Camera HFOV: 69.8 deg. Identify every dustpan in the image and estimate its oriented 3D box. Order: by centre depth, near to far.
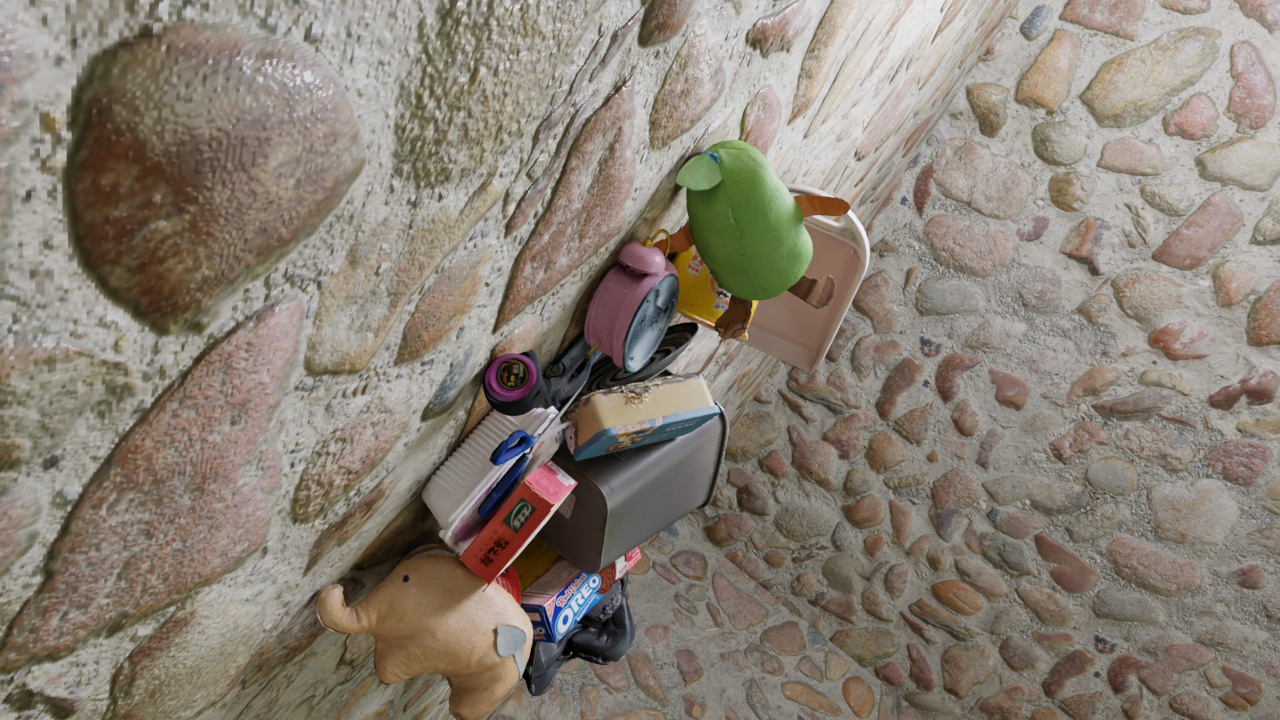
[{"bbox_3d":[0.193,-0.117,1.293,0.138,0.222,0.274,-57,167,-72],"label":"dustpan"}]

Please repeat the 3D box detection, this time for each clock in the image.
[{"bbox_3d":[-0.003,-0.068,0.996,0.158,0.060,0.117,-63,162,0],"label":"clock"}]

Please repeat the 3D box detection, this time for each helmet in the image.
[{"bbox_3d":[-0.130,0.392,1.486,0.274,0.230,0.234,-49,153,-23],"label":"helmet"}]

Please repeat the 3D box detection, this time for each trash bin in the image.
[{"bbox_3d":[-0.033,0.133,1.178,0.219,0.199,0.199,-31,141,-43],"label":"trash bin"}]

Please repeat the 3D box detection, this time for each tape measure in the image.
[{"bbox_3d":[-0.119,0.023,0.864,0.058,0.057,0.039,-18,159,-9],"label":"tape measure"}]

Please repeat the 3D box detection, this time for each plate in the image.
[{"bbox_3d":[-0.007,0.006,1.100,0.179,0.024,0.179,-25,-167,6],"label":"plate"}]

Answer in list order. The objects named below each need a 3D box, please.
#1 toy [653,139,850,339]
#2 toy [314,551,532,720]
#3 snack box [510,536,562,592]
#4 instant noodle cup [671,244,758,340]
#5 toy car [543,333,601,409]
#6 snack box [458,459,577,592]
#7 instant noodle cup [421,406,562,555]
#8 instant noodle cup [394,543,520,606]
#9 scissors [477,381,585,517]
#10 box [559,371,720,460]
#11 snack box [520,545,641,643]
[{"bbox_3d":[0.122,-0.140,1.025,0.089,0.227,0.247,-83,154,-50],"label":"toy"},{"bbox_3d":[-0.212,0.261,0.922,0.083,0.226,0.143,-31,-150,52],"label":"toy"},{"bbox_3d":[-0.172,0.297,1.223,0.209,0.158,0.070,-40,118,-49],"label":"snack box"},{"bbox_3d":[0.097,-0.105,1.150,0.110,0.138,0.138,-63,166,11],"label":"instant noodle cup"},{"bbox_3d":[-0.070,0.003,1.048,0.120,0.037,0.054,-52,168,-20],"label":"toy car"},{"bbox_3d":[-0.128,0.168,0.951,0.113,0.044,0.127,-50,177,8],"label":"snack box"},{"bbox_3d":[-0.160,0.116,0.973,0.173,0.060,0.138,-48,167,-17],"label":"instant noodle cup"},{"bbox_3d":[-0.217,0.269,1.048,0.137,0.138,0.108,-51,159,-9],"label":"instant noodle cup"},{"bbox_3d":[-0.111,0.088,0.910,0.162,0.012,0.175,-57,168,8],"label":"scissors"},{"bbox_3d":[0.005,0.062,1.049,0.184,0.059,0.090,-8,161,-31],"label":"box"},{"bbox_3d":[-0.079,0.278,1.168,0.206,0.058,0.057,-33,113,-52],"label":"snack box"}]
